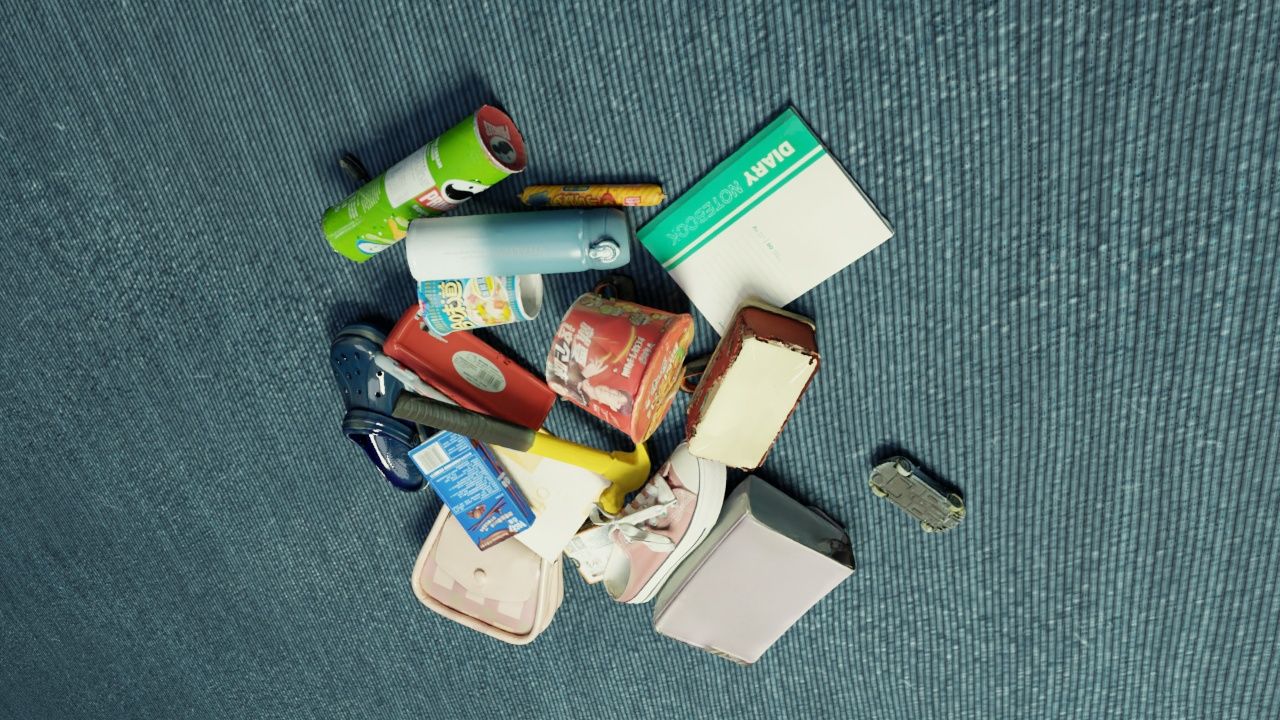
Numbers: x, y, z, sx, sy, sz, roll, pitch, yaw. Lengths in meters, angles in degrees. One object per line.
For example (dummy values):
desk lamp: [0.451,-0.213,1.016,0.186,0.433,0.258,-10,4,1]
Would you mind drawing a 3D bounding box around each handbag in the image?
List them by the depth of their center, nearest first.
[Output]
handbag: [0.124,0.242,1.034,0.145,0.098,0.197,32,117,-7]
handbag: [-0.190,0.245,1.214,0.193,0.093,0.235,20,116,12]

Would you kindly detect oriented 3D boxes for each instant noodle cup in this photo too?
instant noodle cup: [-0.023,0.001,0.917,0.108,0.137,0.138,22,127,15]
instant noodle cup: [-0.167,-0.076,0.985,0.110,0.099,0.099,-1,120,15]

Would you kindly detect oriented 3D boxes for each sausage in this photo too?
sausage: [-0.050,-0.165,0.915,0.165,0.021,0.021,3,122,23]

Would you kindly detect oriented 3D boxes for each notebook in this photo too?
notebook: [0.112,-0.122,0.878,0.210,0.012,0.150,-35,101,37]
notebook: [-0.154,0.141,1.136,0.206,0.010,0.146,36,108,0]

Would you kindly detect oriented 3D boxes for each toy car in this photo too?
toy car: [0.286,0.136,0.950,0.105,0.031,0.049,35,127,-2]

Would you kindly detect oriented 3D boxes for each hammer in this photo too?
hammer: [-0.123,0.087,1.012,0.300,0.032,0.129,19,124,-22]

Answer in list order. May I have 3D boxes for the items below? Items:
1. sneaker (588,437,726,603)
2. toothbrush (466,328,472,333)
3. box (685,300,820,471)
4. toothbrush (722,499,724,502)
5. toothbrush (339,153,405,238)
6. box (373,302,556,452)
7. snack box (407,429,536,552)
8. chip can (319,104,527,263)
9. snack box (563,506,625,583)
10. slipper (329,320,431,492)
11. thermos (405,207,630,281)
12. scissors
sneaker: [0.010,0.181,1.022,0.087,0.118,0.242,10,123,-35]
toothbrush: [-0.219,0.005,1.102,0.020,0.029,0.190,0,131,-27]
box: [0.108,0.033,0.922,0.091,0.077,0.169,16,128,-10]
toothbrush: [0.116,0.210,1.083,0.016,0.017,0.187,-16,113,29]
toothbrush: [-0.271,-0.151,1.028,0.014,0.016,0.189,-26,108,35]
box: [-0.210,0.031,1.064,0.201,0.095,0.100,34,147,-13]
snack box: [-0.205,0.153,1.123,0.085,0.026,0.157,-30,100,24]
chip can: [-0.228,-0.177,0.946,0.237,0.072,0.072,-22,109,29]
snack box: [-0.028,0.229,1.154,0.154,0.026,0.075,-27,106,34]
slipper: [-0.333,0.071,1.150,0.105,0.095,0.253,1,124,21]
thermos: [-0.119,-0.116,0.914,0.220,0.070,0.070,-3,121,6]
scissors: [-0.002,0.007,1.003,0.234,0.021,0.221,-9,116,28]
